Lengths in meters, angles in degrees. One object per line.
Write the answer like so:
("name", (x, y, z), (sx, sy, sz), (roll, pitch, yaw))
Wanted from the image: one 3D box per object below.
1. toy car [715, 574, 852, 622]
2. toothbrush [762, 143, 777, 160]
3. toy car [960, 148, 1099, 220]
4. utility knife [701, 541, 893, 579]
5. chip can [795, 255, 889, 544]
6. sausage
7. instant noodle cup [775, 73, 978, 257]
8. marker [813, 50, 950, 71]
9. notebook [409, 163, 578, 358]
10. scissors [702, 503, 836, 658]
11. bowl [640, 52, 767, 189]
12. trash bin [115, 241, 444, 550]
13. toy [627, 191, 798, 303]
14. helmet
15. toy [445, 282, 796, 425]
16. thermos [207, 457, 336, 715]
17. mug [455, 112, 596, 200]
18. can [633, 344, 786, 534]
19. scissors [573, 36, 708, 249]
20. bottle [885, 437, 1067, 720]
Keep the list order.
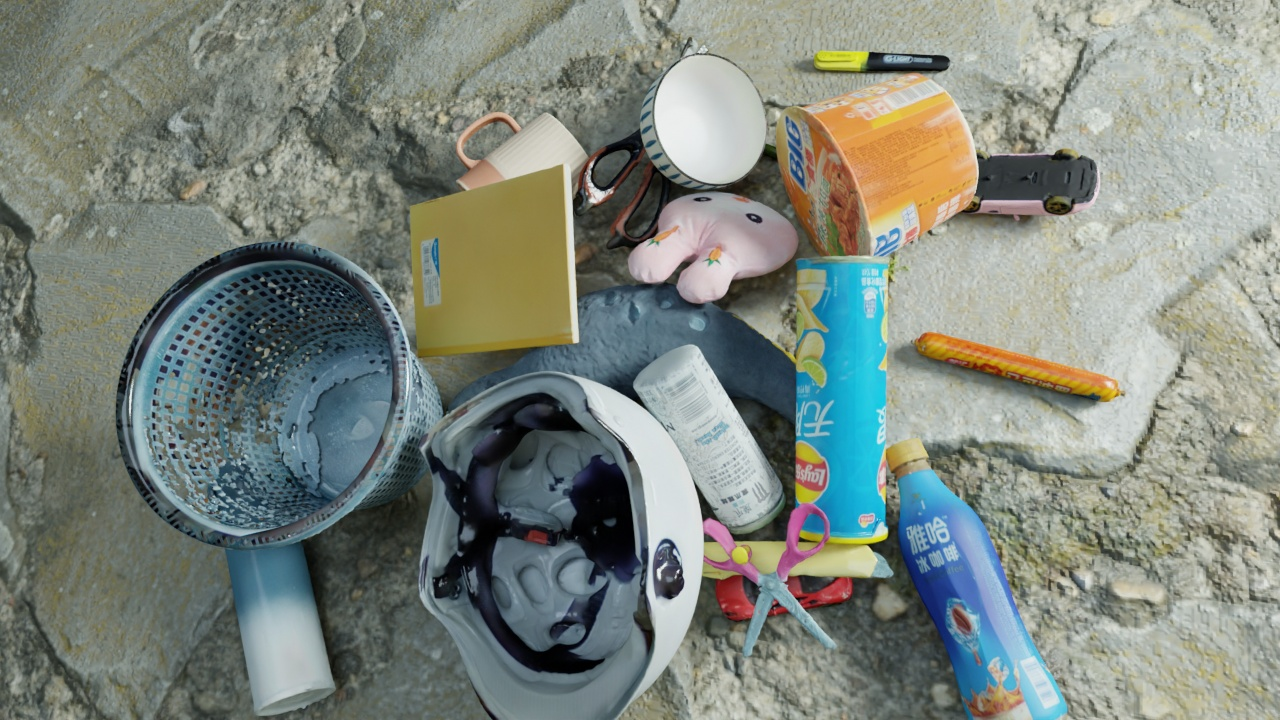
("toy car", (0.110, 0.173, 0.715), (0.106, 0.031, 0.049), (-13, 67, 10))
("toothbrush", (0.088, -0.207, 0.866), (0.186, 0.012, 0.017), (26, 84, 20))
("toy car", (0.321, -0.149, 0.778), (0.122, 0.037, 0.056), (7, 69, 28))
("utility knife", (0.107, 0.152, 0.694), (0.163, 0.018, 0.031), (-6, 67, 28))
("chip can", (0.152, 0.028, 0.694), (0.071, 0.071, 0.210), (1, 93, 13))
("sausage", (0.300, 0.004, 0.735), (0.165, 0.021, 0.021), (16, 75, 18))
("instant noodle cup", (0.195, -0.158, 0.756), (0.111, 0.151, 0.151), (-25, 67, -6))
("marker", (0.225, -0.280, 0.858), (0.124, 0.015, 0.018), (6, 75, 14))
("notebook", (-0.133, -0.080, 0.793), (0.207, 0.010, 0.146), (-5, 88, 40))
("scissors", (0.099, 0.159, 0.681), (0.133, 0.017, 0.136), (44, 108, 19))
("bowl", (0.049, -0.209, 0.827), (0.116, 0.066, 0.116), (1, 89, -25))
("trash bin", (-0.260, 0.041, 0.749), (0.227, 0.195, 0.226), (-2, 78, 8))
("toy", (0.063, -0.098, 0.778), (0.121, 0.054, 0.159), (23, 41, 22))
("helmet", (-0.044, 0.138, 0.691), (0.230, 0.145, 0.258), (-18, 80, 36))
("toy", (-0.005, 0.005, 0.777), (0.357, 0.091, 0.138), (-3, 98, 13))
("thermos", (-0.320, 0.188, 0.791), (0.070, 0.070, 0.220), (-25, 67, 3))
("mug", (-0.115, -0.179, 0.858), (0.106, 0.082, 0.114), (-41, 91, -6))
("can", (0.055, 0.062, 0.711), (0.058, 0.058, 0.147), (-32, 105, 0))
("scissors", (0.004, -0.211, 0.851), (0.193, 0.015, 0.206), (-13, 94, -25))
("bottle", (0.233, 0.162, 0.671), (0.065, 0.065, 0.218), (-21, 67, 5))
